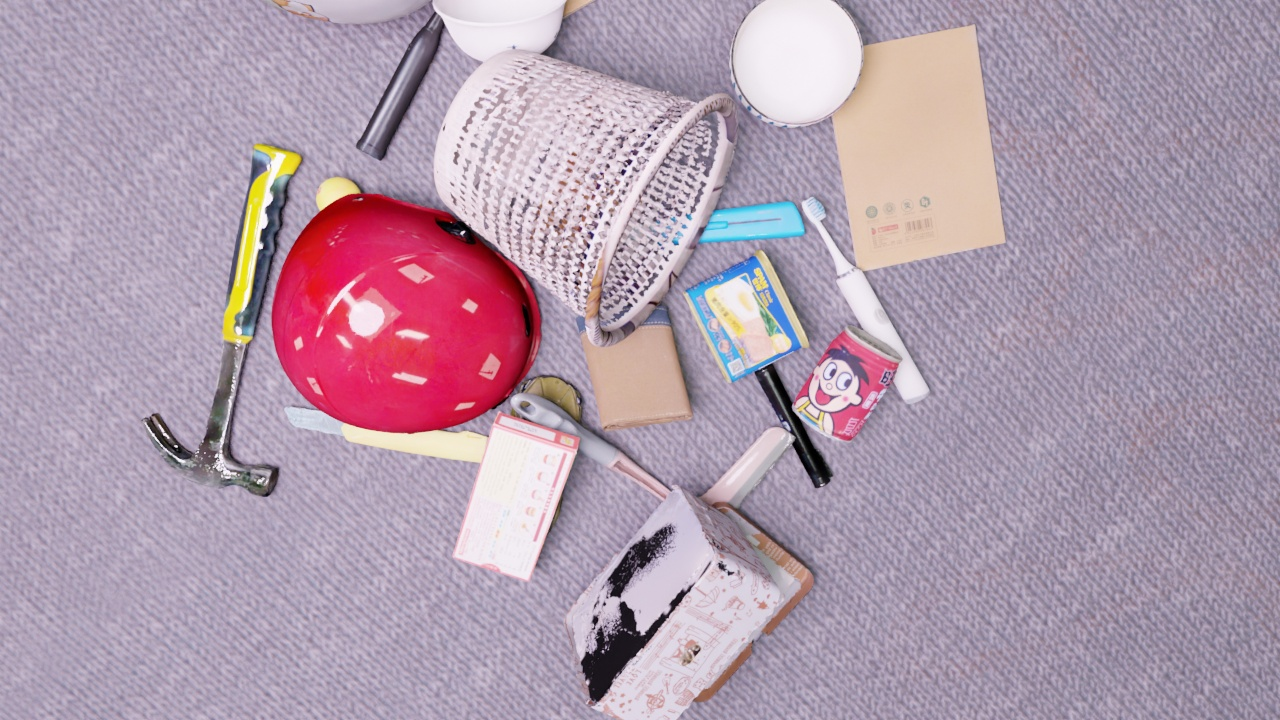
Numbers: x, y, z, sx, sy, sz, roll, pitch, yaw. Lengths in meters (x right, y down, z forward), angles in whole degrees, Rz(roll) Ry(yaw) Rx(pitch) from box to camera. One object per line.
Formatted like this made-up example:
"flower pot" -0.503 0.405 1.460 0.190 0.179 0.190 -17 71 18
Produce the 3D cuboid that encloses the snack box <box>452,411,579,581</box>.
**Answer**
"snack box" -0.115 0.126 0.833 0.077 0.027 0.156 19 116 -4

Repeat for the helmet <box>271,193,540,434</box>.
"helmet" -0.205 -0.023 0.797 0.240 0.143 0.207 18 106 -11

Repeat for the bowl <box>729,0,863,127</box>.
"bowl" 0.136 -0.267 0.830 0.116 0.066 0.116 0 96 -1

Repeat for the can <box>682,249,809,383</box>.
"can" 0.097 -0.040 0.860 0.083 0.057 0.102 -27 96 3

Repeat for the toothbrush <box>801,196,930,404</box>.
"toothbrush" 0.213 -0.058 0.877 0.026 0.026 0.221 -36 98 -41

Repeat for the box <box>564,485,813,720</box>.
"box" 0.060 0.244 0.836 0.193 0.157 0.183 35 101 -23

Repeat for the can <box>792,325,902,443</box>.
"can" 0.193 0.021 0.855 0.066 0.066 0.094 28 107 -5

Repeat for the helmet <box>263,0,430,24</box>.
"helmet" -0.253 -0.379 0.758 0.274 0.157 0.230 19 82 14

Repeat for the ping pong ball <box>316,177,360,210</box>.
"ping pong ball" -0.276 -0.148 0.841 0.040 0.040 0.040 0 96 -2

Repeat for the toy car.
"toy car" -0.101 0.092 0.876 0.070 0.042 0.158 12 93 -4

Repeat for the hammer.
"hammer" -0.376 -0.040 0.854 0.126 0.032 0.323 13 96 -4

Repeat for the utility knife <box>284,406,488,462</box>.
"utility knife" -0.237 0.071 0.878 0.206 0.021 0.031 10 93 -10

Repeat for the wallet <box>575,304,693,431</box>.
"wallet" -0.005 0.005 0.840 0.090 0.033 0.115 -6 65 -21

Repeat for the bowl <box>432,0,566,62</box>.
"bowl" -0.119 -0.293 0.811 0.118 0.118 0.065 -4 134 -2

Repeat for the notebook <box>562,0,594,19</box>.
"notebook" -0.017 -0.429 0.835 0.211 0.012 0.149 -29 95 1

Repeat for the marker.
"marker" 0.149 0.063 0.891 0.022 0.020 0.132 -30 97 -13

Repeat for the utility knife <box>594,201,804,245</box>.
"utility knife" 0.052 -0.124 0.868 0.204 0.018 0.034 -6 97 0

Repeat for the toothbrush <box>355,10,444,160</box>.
"toothbrush" -0.201 -0.283 0.836 0.027 0.026 0.213 27 95 -17

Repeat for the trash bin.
"trash bin" -0.055 -0.153 0.770 0.192 0.227 0.227 30 94 14

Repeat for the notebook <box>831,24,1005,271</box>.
"notebook" 0.261 -0.200 0.871 0.148 0.008 0.207 -11 97 -1

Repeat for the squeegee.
"squeegee" -0.022 0.097 0.866 0.249 0.040 0.248 36 98 -22
